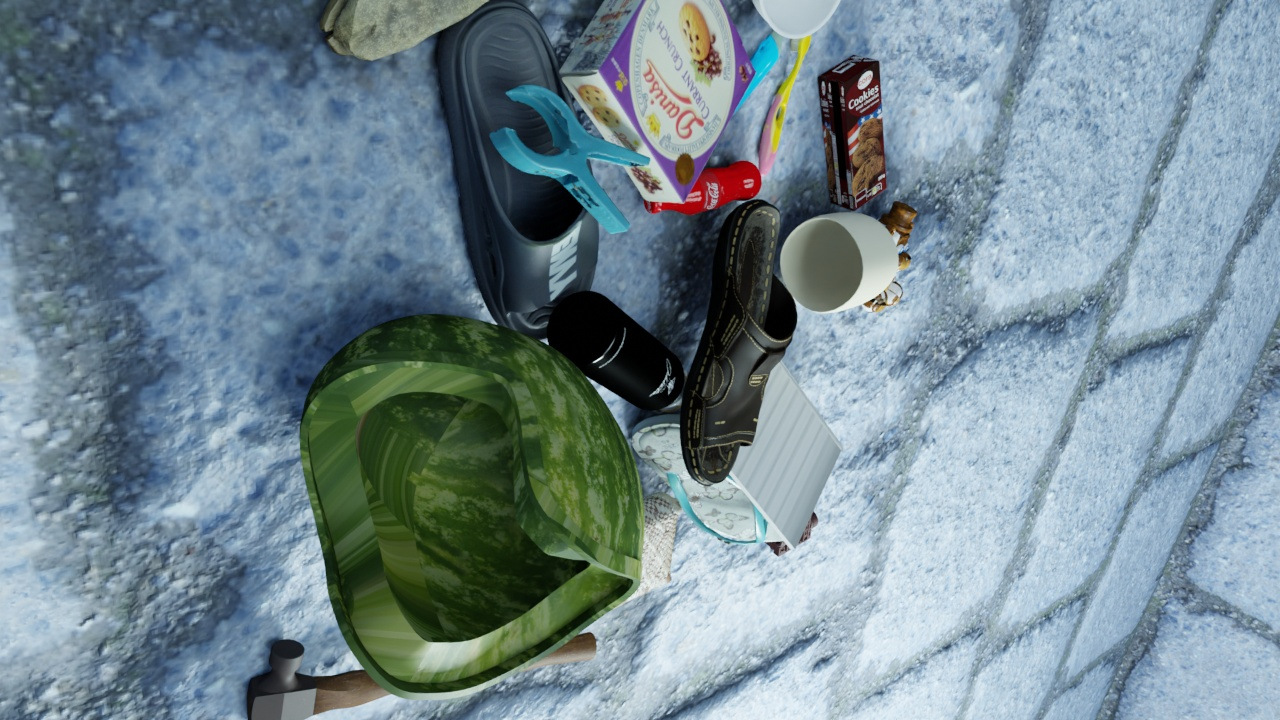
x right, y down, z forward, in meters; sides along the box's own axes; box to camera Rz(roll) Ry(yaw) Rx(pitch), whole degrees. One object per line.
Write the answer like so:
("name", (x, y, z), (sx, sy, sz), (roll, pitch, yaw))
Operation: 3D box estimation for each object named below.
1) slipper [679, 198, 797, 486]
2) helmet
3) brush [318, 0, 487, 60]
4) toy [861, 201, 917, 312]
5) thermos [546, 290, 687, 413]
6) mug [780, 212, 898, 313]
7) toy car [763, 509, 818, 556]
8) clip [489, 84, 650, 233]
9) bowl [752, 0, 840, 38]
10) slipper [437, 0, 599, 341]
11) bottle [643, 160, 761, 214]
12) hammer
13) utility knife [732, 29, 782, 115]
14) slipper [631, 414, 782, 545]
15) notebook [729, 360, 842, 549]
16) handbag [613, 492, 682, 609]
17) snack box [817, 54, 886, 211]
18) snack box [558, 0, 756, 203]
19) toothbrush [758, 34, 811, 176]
("slipper", (0.098, -0.013, 0.841), (0.112, 0.076, 0.268), (7, 95, -52))
("helmet", (-0.116, 0.087, 0.657), (0.213, 0.247, 0.243), (-39, 158, 14))
("brush", (-0.119, -0.256, 0.590), (0.195, 0.043, 0.059), (-40, 135, -15))
("toy", (0.269, -0.116, 1.008), (0.087, 0.067, 0.113), (-19, 140, -52))
("thermos", (-0.005, 0.005, 0.809), (0.061, 0.061, 0.231), (-56, 154, -1))
("mug", (0.203, -0.097, 0.944), (0.099, 0.096, 0.120), (-15, 164, -46))
("toy car", (0.171, 0.142, 1.072), (0.070, 0.062, 0.170), (-21, 128, -32))
("clip", (-0.053, -0.130, 0.640), (0.127, 0.028, 0.113), (39, 63, -34))
("bowl", (0.123, -0.329, 0.765), (0.109, 0.040, 0.110), (-21, 127, -32))
("slipper", (-0.072, -0.128, 0.683), (0.110, 0.083, 0.268), (-30, 130, -28))
("bottle", (0.054, -0.150, 0.813), (0.118, 0.036, 0.036), (-20, 126, -32))
("hammer", (-0.185, 0.286, 0.834), (0.322, 0.033, 0.115), (1, 113, -33))
("utility knife", (0.065, -0.212, 0.791), (0.205, 0.015, 0.031), (-52, 139, -17))
("slipper", (0.077, 0.146, 0.965), (0.268, 0.098, 0.054), (43, 39, -37))
("notebook", (0.133, 0.074, 0.951), (0.210, 0.009, 0.142), (51, 54, -26))
("handbag", (-0.043, 0.210, 0.934), (0.185, 0.047, 0.124), (-19, 132, -31))
("snack box", (0.213, -0.224, 0.914), (0.051, 0.032, 0.141), (-35, 133, -21))
("snack box", (0.019, -0.223, 0.709), (0.143, 0.041, 0.147), (49, 62, -47))
("toothbrush", (0.131, -0.237, 0.848), (0.021, 0.016, 0.136), (-5, 120, -42))
